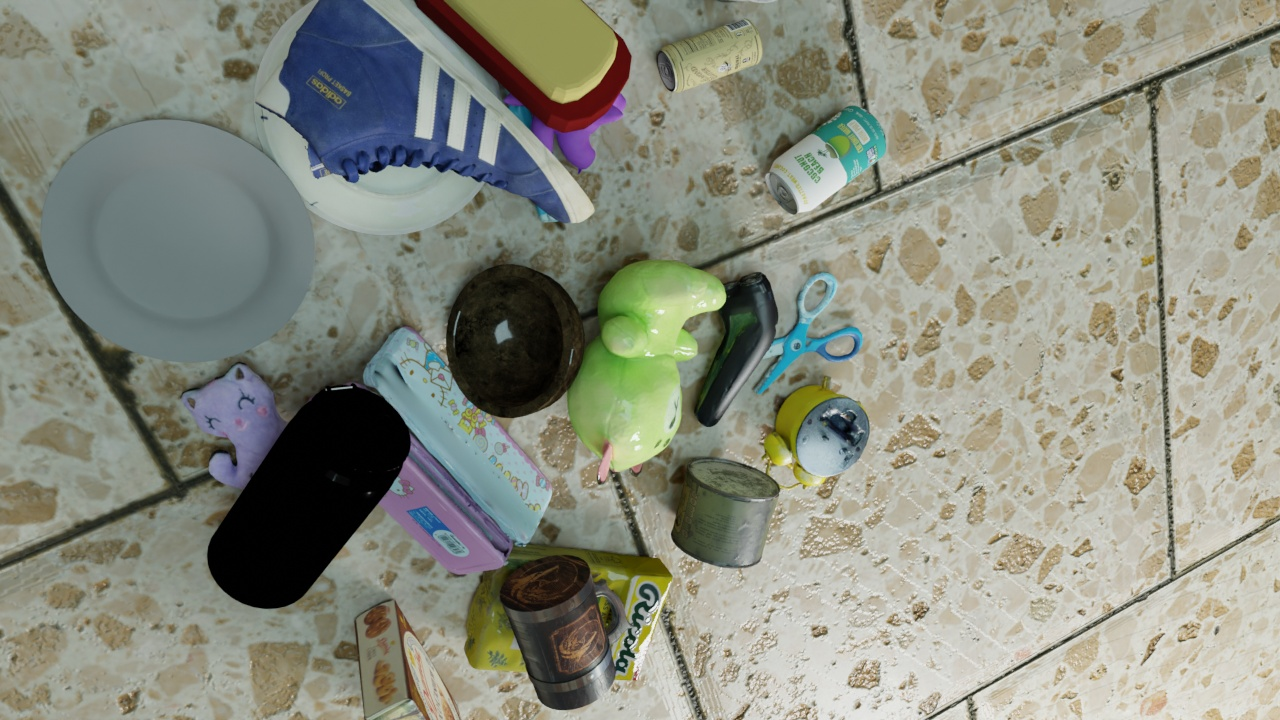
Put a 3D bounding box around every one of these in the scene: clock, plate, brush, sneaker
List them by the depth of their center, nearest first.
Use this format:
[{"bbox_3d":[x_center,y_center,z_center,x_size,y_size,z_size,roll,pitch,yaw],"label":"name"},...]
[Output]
[{"bbox_3d":[-0.150,-0.140,0.637,0.118,0.091,0.233,-48,117,-5],"label":"sneaker"},{"bbox_3d":[-0.084,-0.245,0.657,0.173,0.042,0.082,42,76,-6],"label":"brush"},{"bbox_3d":[-0.331,-0.084,0.667,0.178,0.012,0.178,-6,112,-16],"label":"plate"},{"bbox_3d":[-0.189,-0.180,0.681,0.182,0.034,0.182,-7,111,-19],"label":"plate"},{"bbox_3d":[0.169,0.078,0.900,0.083,0.057,0.119,35,93,-28],"label":"clock"}]

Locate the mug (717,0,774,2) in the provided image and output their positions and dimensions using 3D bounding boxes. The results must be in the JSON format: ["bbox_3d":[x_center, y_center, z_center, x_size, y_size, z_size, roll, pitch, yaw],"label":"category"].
[{"bbox_3d":[0.096,-0.325,0.721,0.113,0.070,0.084,-8,111,-19],"label":"mug"}]

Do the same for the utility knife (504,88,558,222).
[{"bbox_3d":[-0.091,-0.187,0.727,0.022,0.015,0.167,-22,116,-14],"label":"utility knife"}]

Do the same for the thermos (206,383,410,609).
[{"bbox_3d":[-0.242,0.096,0.684,0.086,0.086,0.199,26,123,-27],"label":"thermos"}]

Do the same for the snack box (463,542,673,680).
[{"bbox_3d":[-0.069,0.240,0.871,0.180,0.045,0.121,13,103,-25],"label":"snack box"}]

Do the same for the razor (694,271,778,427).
[{"bbox_3d":[0.082,-0.011,0.846,0.067,0.053,0.152,25,108,1],"label":"razor"}]

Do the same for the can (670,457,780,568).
[{"bbox_3d":[0.080,0.144,0.870,0.089,0.090,0.075,6,106,-23],"label":"can"}]

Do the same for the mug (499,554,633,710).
[{"bbox_3d":[-0.058,0.231,0.813,0.115,0.080,0.107,-31,116,-38],"label":"mug"}]

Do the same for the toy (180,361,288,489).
[{"bbox_3d":[-0.311,0.056,0.716,0.080,0.036,0.100,-29,117,1],"label":"toy"}]

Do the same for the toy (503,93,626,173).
[{"bbox_3d":[-0.056,-0.204,0.712,0.088,0.056,0.106,33,73,-18],"label":"toy"}]

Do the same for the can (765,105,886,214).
[{"bbox_3d":[0.164,-0.176,0.810,0.101,0.055,0.055,-37,117,-6],"label":"can"}]

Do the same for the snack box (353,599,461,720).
[{"bbox_3d":[-0.192,0.304,0.789,0.041,0.143,0.147,-27,115,-10],"label":"snack box"}]

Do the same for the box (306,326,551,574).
[{"bbox_3d":[-0.177,0.079,0.782,0.090,0.091,0.214,-18,123,33],"label":"box"}]

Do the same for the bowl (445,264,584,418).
[{"bbox_3d":[-0.093,-0.015,0.747,0.056,0.121,0.121,-2,115,-63],"label":"bowl"}]

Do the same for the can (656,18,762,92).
[{"bbox_3d":[0.056,-0.249,0.751,0.079,0.038,0.038,-23,115,-13],"label":"can"}]

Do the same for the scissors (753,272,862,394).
[{"bbox_3d":[0.160,-0.011,0.891,0.118,0.013,0.140,38,90,-26],"label":"scissors"}]

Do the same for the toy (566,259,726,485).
[{"bbox_3d":[-0.005,0.005,0.780,0.107,0.150,0.197,31,100,15],"label":"toy"}]
